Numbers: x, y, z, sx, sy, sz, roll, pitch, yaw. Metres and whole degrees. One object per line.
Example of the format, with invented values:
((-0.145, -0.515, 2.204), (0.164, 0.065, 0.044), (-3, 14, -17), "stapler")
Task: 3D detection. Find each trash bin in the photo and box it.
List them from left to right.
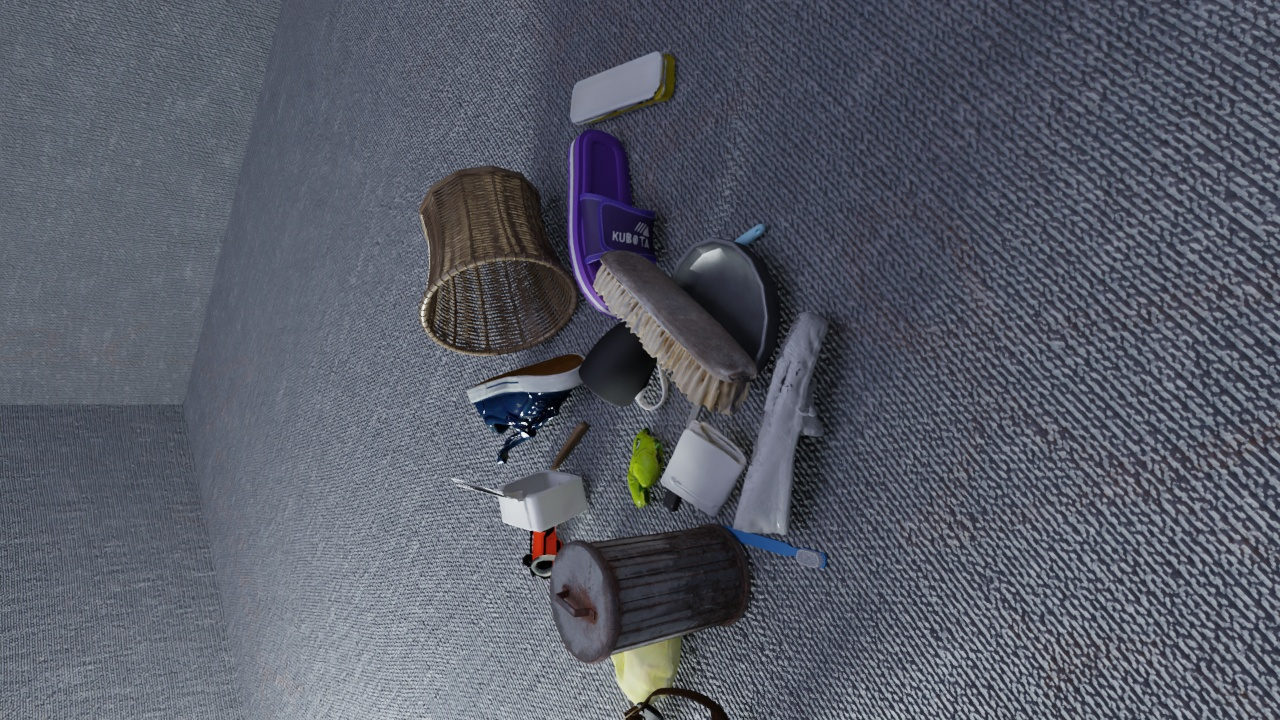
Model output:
((0.005, 0.258, 1.037), (0.131, 0.210, 0.131), (4, 94, 55), "trash bin")

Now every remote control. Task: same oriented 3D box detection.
((-0.003, 0.481, 1.169), (0.041, 0.020, 0.152), (31, 133, 15), "remote control")

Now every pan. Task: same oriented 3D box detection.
((0.079, 0.027, 1.100), (0.178, 0.041, 0.358), (38, 124, 45), "pan")

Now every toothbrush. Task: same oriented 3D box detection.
((-0.119, 0.144, 1.367), (0.167, 0.016, 0.016), (-54, 50, 37), "toothbrush")
((0.097, -0.123, 1.100), (0.022, 0.016, 0.155), (52, 137, -3), "toothbrush")
((0.143, 0.207, 1.028), (0.167, 0.014, 0.016), (5, 92, 53), "toothbrush")

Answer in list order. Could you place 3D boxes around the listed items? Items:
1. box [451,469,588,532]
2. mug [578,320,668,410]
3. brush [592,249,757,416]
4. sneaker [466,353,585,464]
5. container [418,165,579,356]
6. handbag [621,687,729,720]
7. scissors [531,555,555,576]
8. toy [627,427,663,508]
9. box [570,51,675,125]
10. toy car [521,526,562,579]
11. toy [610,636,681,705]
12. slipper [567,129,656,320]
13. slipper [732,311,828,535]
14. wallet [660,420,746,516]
((-0.172, 0.199, 1.296), (0.111, 0.190, 0.083), (-1, 87, 49), "box")
((-0.007, 0.007, 1.189), (0.119, 0.084, 0.100), (40, 111, 11), "mug")
((0.035, -0.041, 1.043), (0.271, 0.083, 0.057), (48, 129, 39), "brush")
((-0.159, 0.071, 1.371), (0.295, 0.120, 0.127), (-17, 97, 53), "sneaker")
((-0.222, -0.150, 1.356), (0.228, 0.226, 0.196), (-48, 46, 40), "container")
((0.048, 0.452, 1.076), (0.167, 0.063, 0.138), (-20, 84, 41), "handbag")
((-0.090, 0.278, 1.285), (0.012, 0.131, 0.170), (-74, 5, -45), "scissors")
((0.004, 0.141, 1.192), (0.094, 0.036, 0.094), (121, 146, -48), "toy")
((-0.028, -0.370, 1.260), (0.210, 0.033, 0.064), (2, 88, 51), "box")
((-0.143, 0.274, 1.366), (0.051, 0.048, 0.100), (0, 88, 53), "toy car")
((0.005, 0.362, 1.160), (0.155, 0.064, 0.171), (39, 124, 55), "toy")
((-0.030, -0.193, 1.200), (0.084, 0.107, 0.266), (-28, 62, 48), "slipper")
((0.155, 0.070, 0.972), (0.112, 0.074, 0.247), (-120, 41, -78), "slipper")
((0.076, 0.126, 1.072), (0.086, 0.032, 0.116), (38, 138, 12), "wallet")
